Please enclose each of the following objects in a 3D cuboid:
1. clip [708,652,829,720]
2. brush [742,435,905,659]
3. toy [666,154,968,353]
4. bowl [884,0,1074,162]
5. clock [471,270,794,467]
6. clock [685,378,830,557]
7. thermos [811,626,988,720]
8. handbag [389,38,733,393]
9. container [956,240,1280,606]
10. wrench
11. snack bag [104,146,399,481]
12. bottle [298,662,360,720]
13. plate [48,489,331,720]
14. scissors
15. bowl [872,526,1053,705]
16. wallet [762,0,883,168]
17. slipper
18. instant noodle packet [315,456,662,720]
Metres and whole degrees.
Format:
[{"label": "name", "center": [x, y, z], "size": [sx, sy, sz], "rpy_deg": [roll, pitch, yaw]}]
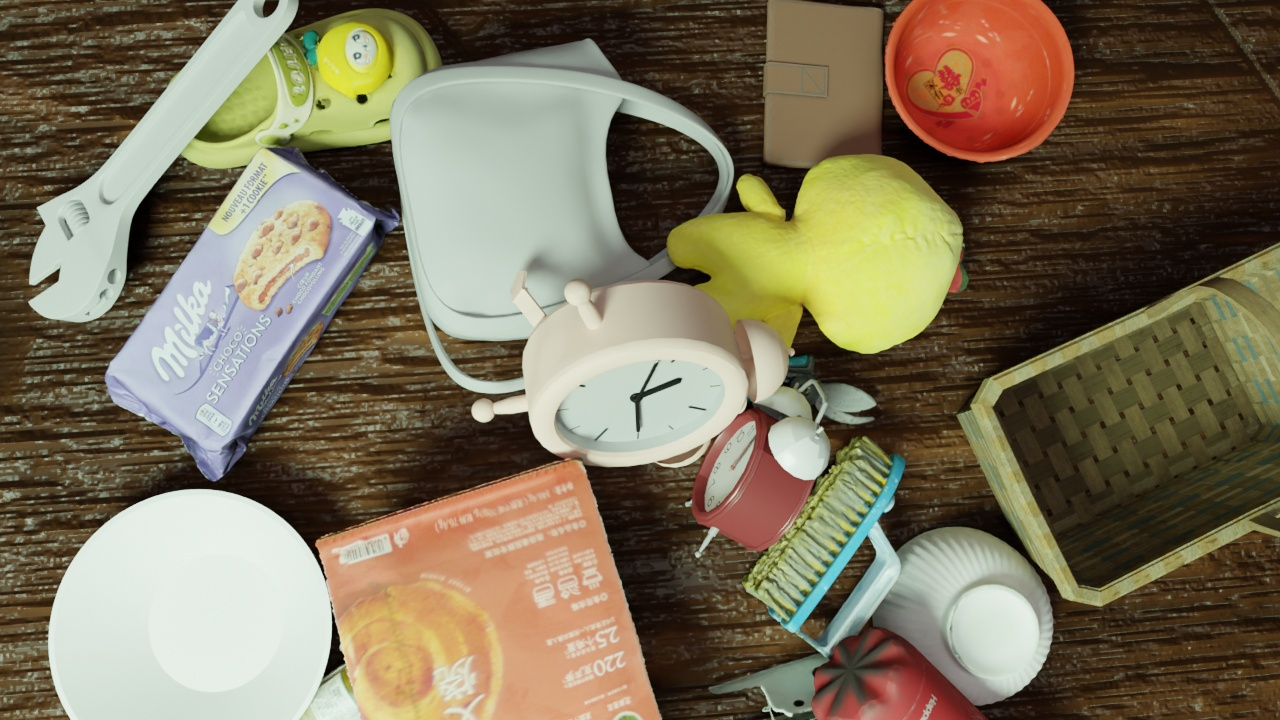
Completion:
[{"label": "clip", "center": [0.098, 0.219, 0.601], "size": [0.102, 0.054, 0.057], "rpy_deg": [-16, 50, -4]}, {"label": "brush", "center": [0.135, 0.120, 0.603], "size": [0.075, 0.055, 0.135], "rpy_deg": [37, 84, -2]}, {"label": "toy", "center": [0.123, -0.068, 0.601], "size": [0.207, 0.092, 0.134], "rpy_deg": [-9, 87, -1]}, {"label": "bowl", "center": [0.229, -0.196, 0.640], "size": [0.130, 0.045, 0.130], "rpy_deg": [0, 85, -3]}, {"label": "clock", "center": [-0.003, 0.003, 0.559], "size": [0.160, 0.131, 0.086], "rpy_deg": [18, 46, -27]}, {"label": "clock", "center": [0.077, 0.066, 0.583], "size": [0.044, 0.087, 0.125], "rpy_deg": [29, 107, -14]}, {"label": "thermos", "center": [0.208, 0.266, 0.573], "size": [0.240, 0.073, 0.073], "rpy_deg": [45, 84, -13]}, {"label": "handbag", "center": [-0.043, -0.100, 0.612], "size": [0.222, 0.096, 0.216], "rpy_deg": [-11, 96, -13]}, {"label": "container", "center": [0.338, 0.034, 0.554], "size": [0.250, 0.186, 0.157], "rpy_deg": [-24, 86, -5]}, {"label": "wrench", "center": [-0.303, -0.130, 0.580], "size": [0.274, 0.018, 0.086], "rpy_deg": [-41, 71, 14]}, {"label": "snack bag", "center": [-0.251, -0.033, 0.599], "size": [0.096, 0.058, 0.205], "rpy_deg": [34, 87, 3]}, {"label": "bottle", "center": [-0.177, 0.210, 0.587], "size": [0.111, 0.043, 0.043], "rpy_deg": [-36, 87, -4]}, {"label": "plate", "center": [-0.279, 0.170, 0.586], "size": [0.174, 0.036, 0.174], "rpy_deg": [0, 83, 0]}, {"label": "scissors", "center": [0.085, 0.009, 0.629], "size": [0.131, 0.019, 0.149], "rpy_deg": [-28, 86, -4]}, {"label": "bowl", "center": [0.218, 0.171, 0.599], "size": [0.118, 0.062, 0.118], "rpy_deg": [0, 85, -3]}, {"label": "wallet", "center": [0.130, -0.195, 0.652], "size": [0.087, 0.013, 0.121], "rpy_deg": [3, 85, -7]}, {"label": "slipper", "center": [-0.228, -0.186, 0.602], "size": [0.190, 0.081, 0.091], "rpy_deg": [-15, 83, -1]}, {"label": "instant noodle packet", "center": [-0.078, 0.188, 0.534], "size": [0.164, 0.084, 0.220], "rpy_deg": [-16, 71, -17]}]
